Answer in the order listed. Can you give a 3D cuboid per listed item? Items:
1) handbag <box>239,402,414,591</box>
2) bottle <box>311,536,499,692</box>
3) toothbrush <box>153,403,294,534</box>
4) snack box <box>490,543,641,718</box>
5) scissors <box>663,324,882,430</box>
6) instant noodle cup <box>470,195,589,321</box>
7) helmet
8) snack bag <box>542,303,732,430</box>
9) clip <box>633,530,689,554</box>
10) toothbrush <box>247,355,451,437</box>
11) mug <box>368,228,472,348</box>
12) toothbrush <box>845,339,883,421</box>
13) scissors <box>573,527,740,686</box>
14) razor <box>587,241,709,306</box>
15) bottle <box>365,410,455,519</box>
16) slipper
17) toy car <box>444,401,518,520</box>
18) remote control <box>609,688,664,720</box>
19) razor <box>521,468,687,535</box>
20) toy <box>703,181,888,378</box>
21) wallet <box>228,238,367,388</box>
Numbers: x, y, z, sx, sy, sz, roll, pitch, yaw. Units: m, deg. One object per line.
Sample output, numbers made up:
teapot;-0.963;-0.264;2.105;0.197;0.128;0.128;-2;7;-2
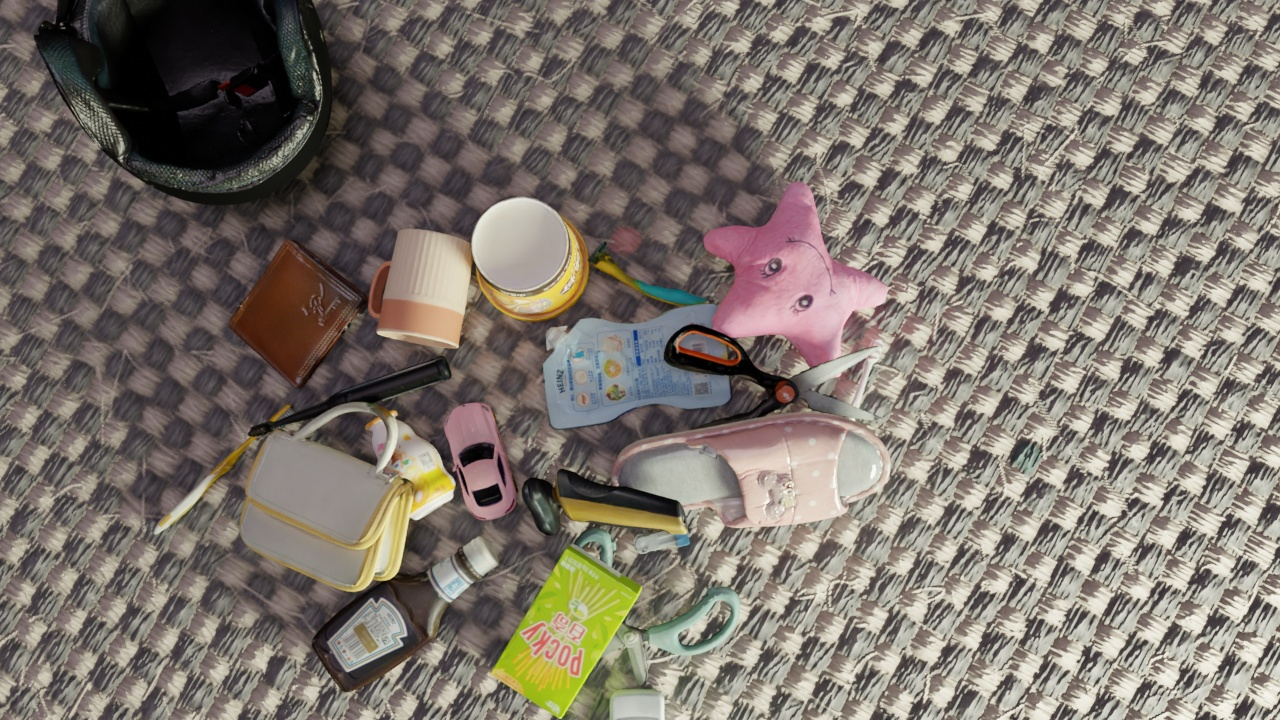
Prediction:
handbag;-0.301;0.119;0.889;0.163;0.063;0.179;19;100;17
bottle;-0.231;0.248;0.923;0.195;0.044;0.080;-36;85;-3
toothbrush;-0.431;0.115;0.953;0.191;0.016;0.018;-44;94;-3
snack box;-0.074;0.268;0.909;0.086;0.026;0.156;32;100;4
scissors;0.119;0.031;0.906;0.228;0.021;0.221;41;107;-12
instant noodle cup;-0.113;-0.105;0.914;0.118;0.114;0.118;0;84;1
helmet;-0.420;-0.280;0.879;0.233;0.230;0.274;-18;86;-15
snack bag;-0.006;0.005;0.940;0.191;0.039;0.110;-8;95;1
clip;0.021;0.183;0.935;0.058;0.036;0.025;-14;87;-3
toothbrush;-0.300;0.041;0.944;0.212;0.027;0.026;-19;102;-3
mug;-0.229;-0.073;0.938;0.115;0.081;0.106;6;82;31
toothbrush;0.215;0.062;0.940;0.016;0.016;0.180;20;87;6
scissors;0.004;0.236;0.919;0.171;0.019;0.170;-25;94;8
razor;0.009;-0.082;0.952;0.132;0.043;0.028;25;111;-1
bottle;-0.235;0.104;0.925;0.063;0.063;0.108;-32;85;-2
slipper;0.106;0.113;0.898;0.274;0.054;0.114;-4;116;6
toy car;-0.164;0.102;0.937;0.056;0.037;0.122;-18;84;-2
remote control;-0.003;0.398;0.915;0.056;0.020;0.136;-1;85;2
razor;-0.035;0.147;0.898;0.168;0.062;0.067;6;79;17
toy;0.148;-0.067;0.923;0.178;0.075;0.194;-34;86;-9
wallet;-0.355;-0.048;0.950;0.101;0.032;0.124;39;98;0
